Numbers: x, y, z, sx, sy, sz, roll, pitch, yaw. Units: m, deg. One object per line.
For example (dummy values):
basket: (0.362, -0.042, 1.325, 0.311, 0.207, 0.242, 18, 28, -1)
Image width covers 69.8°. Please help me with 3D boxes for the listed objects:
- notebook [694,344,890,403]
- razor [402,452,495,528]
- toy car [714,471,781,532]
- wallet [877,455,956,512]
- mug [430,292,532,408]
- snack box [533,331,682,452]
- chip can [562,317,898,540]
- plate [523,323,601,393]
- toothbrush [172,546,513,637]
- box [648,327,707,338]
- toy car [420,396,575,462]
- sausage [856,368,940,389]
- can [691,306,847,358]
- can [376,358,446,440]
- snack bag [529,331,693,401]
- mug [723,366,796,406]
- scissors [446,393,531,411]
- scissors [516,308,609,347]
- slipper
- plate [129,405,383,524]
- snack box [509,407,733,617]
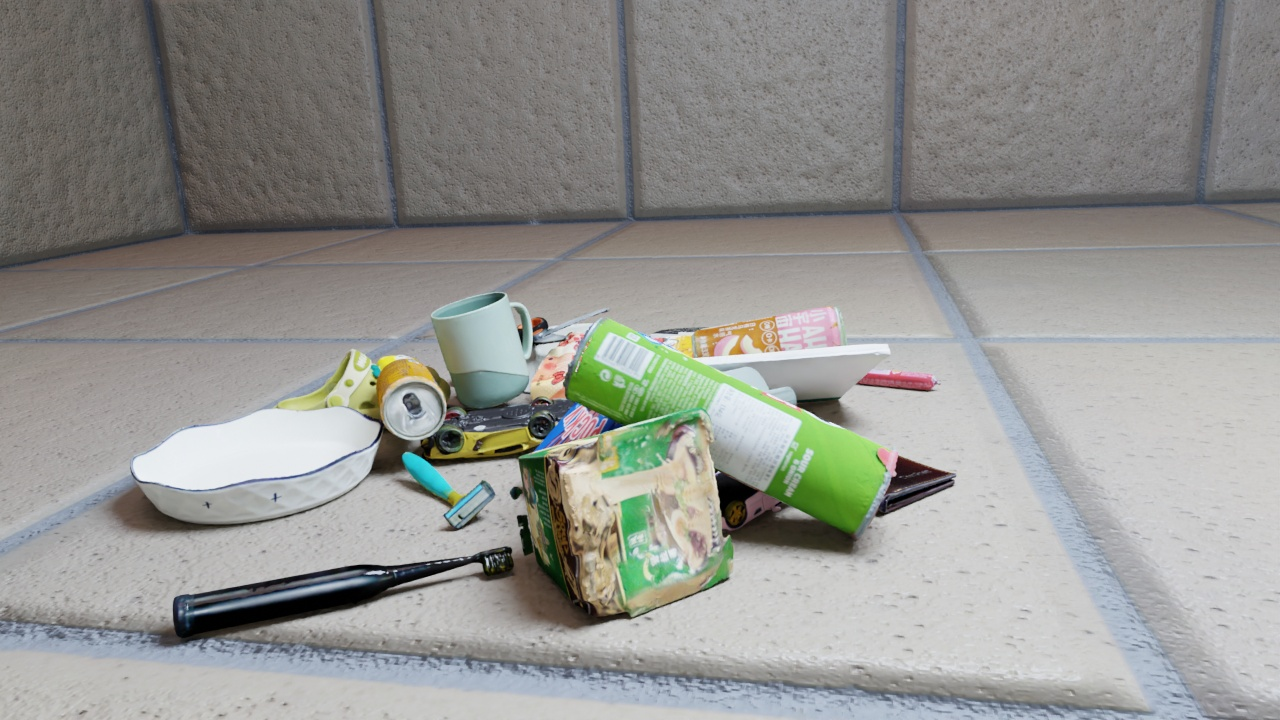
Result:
notebook: (0.117, 0.022, 0.893, 0.209, 0.012, 0.151, -4, -19, -8)
razor: (-0.167, 0.103, 0.762, 0.043, 0.028, 0.133, -45, 35, -20)
toy car: (0.085, 0.099, 0.713, 0.122, 0.037, 0.056, -27, 26, -30)
wallet: (0.182, 0.091, 0.760, 0.096, 0.020, 0.122, -13, 20, -34)
mug: (-0.159, -0.015, 0.986, 0.082, 0.106, 0.111, 1, 23, 43)
snack box: (-0.028, 0.049, 0.750, 0.157, 0.026, 0.084, -50, 26, -6)
chip can: (0.063, 0.046, 0.665, 0.236, 0.072, 0.072, 25, 20, 8)
plate: (-0.079, -0.008, 1.161, 0.162, 0.034, 0.265, -4, 14, -3)
toothbrush: (-0.188, 0.148, 0.602, 0.212, 0.026, 0.027, -7, 50, -18)
box: (0.084, -0.010, 1.074, 0.164, 0.074, 0.079, -1, 6, 17)
toy car: (-0.132, 0.066, 0.869, 0.156, 0.041, 0.071, -9, 15, -4)
sausage: (0.255, 0.017, 1.024, 0.156, 0.020, 0.020, 6, 17, 31)
can: (0.127, -0.014, 0.905, 0.147, 0.058, 0.057, -10, 14, 9)
can: (-0.220, 0.035, 0.874, 0.058, 0.058, 0.146, -7, 10, -17)
snack bag: (-0.006, 0.006, 1.003, 0.208, 0.073, 0.128, 2, 32, 12)
mug: (0.059, 0.050, 0.777, 0.103, 0.083, 0.124, -9, -10, -18)
scissors: (-0.169, 0.054, 0.984, 0.159, 0.014, 0.171, -2, 13, 4)
scissors: (-0.136, -0.018, 1.098, 0.223, 0.022, 0.221, -29, 14, -1)
slipper: (-0.297, 0.031, 0.967, 0.190, 0.082, 0.091, -11, 19, -20)
plate: (-0.333, 0.090, 0.813, 0.205, 0.045, 0.204, -2, 14, 0)
snack box: (-0.019, 0.095, 0.617, 0.117, 0.118, 0.106, -12, 7, -31)
